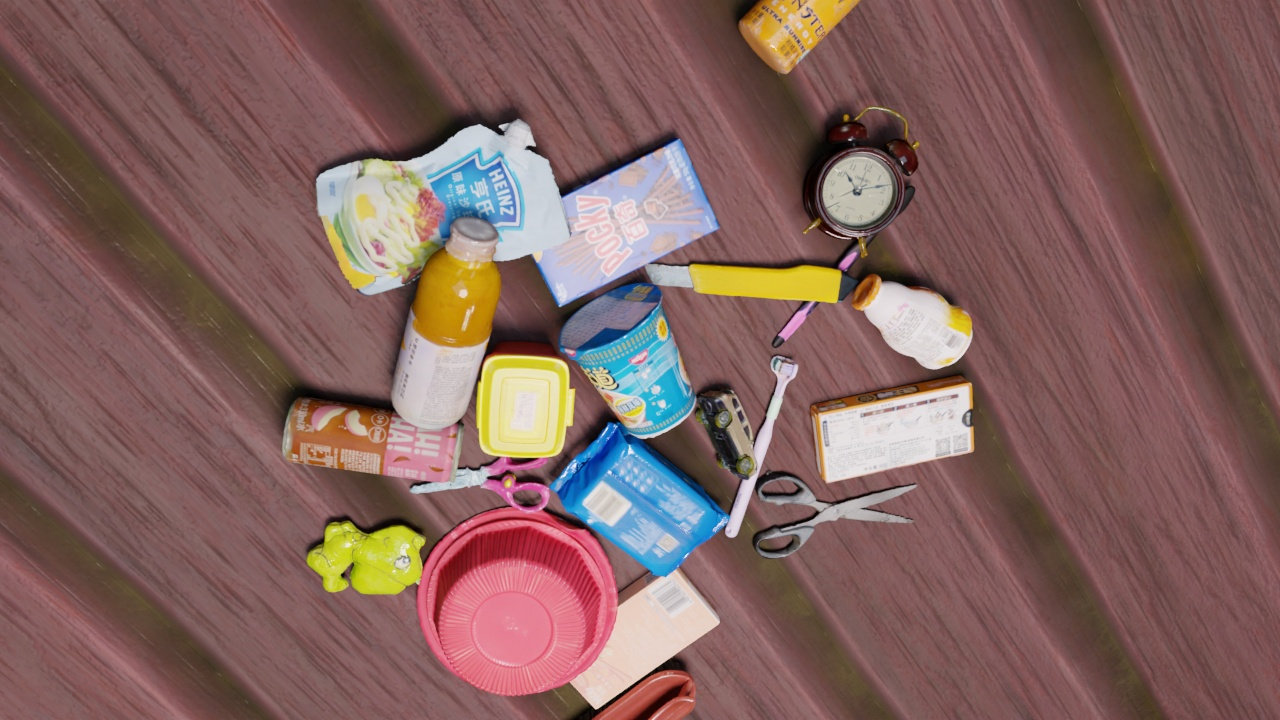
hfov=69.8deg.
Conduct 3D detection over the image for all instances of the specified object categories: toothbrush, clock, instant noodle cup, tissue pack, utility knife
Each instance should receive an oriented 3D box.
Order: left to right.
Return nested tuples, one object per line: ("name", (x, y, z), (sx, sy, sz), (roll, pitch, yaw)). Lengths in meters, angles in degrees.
("instant noodle cup", (-0.117, 0.237, 0.857), (0.194, 0.066, 0.194), (0, 99, -2))
("instant noodle cup", (-0.005, 0.005, 0.801), (0.099, 0.099, 0.110), (-28, 118, 2))
("tissue pack", (0.001, 0.131, 0.860), (0.157, 0.052, 0.095), (40, 101, -17))
("utility knife", (0.098, -0.073, 0.822), (0.193, 0.015, 0.033), (4, 107, -3))
("toothbrush", (0.112, 0.087, 0.878), (0.021, 0.029, 0.189), (-4, 115, -47))
("toothbrush", (0.182, -0.084, 0.836), (0.014, 0.017, 0.189), (36, 104, -16))
("clock", (0.187, -0.155, 0.782), (0.082, 0.055, 0.122), (22, 101, 0))

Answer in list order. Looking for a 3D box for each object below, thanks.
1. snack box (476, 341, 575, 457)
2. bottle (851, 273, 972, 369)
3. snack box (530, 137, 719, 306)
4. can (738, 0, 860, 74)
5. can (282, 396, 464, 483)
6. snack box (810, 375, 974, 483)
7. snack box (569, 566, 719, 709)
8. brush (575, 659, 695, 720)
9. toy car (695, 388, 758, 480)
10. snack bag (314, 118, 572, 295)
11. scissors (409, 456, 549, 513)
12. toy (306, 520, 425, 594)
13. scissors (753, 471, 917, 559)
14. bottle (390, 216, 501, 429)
("snack box", (-0.100, 0.030, 0.797), (0.082, 0.080, 0.091), (3, 107, -8))
("bottle", (0.245, -0.038, 0.831), (0.108, 0.063, 0.063), (27, 102, -16))
("snack box", (-0.020, -0.118, 0.787), (0.157, 0.026, 0.084), (-26, 108, 1))
("can", (0.148, -0.301, 0.733), (0.146, 0.058, 0.058), (-45, 108, 8))
("can", (-0.232, 0.070, 0.804), (0.147, 0.058, 0.058), (10, 107, -11))
("snack box", (0.244, 0.066, 0.885), (0.153, 0.026, 0.075), (-11, 110, -4))
("snack box", (-0.008, 0.274, 0.919), (0.157, 0.026, 0.084), (-36, 109, 5))
("brush", (-0.004, 0.366, 0.928), (0.146, 0.069, 0.063), (-39, 110, 6))
("toy car", (0.084, 0.070, 0.855), (0.035, 0.042, 0.090), (-29, 105, -21))
("snack bag", (-0.160, -0.124, 0.748), (0.191, 0.038, 0.110), (-14, 101, 6))
("scissors", (-0.150, 0.099, 0.850), (0.137, 0.017, 0.077), (8, 97, -4))
("toy", (-0.252, 0.186, 0.855), (0.100, 0.031, 0.097), (35, 100, -12))
("scissors", (0.187, 0.151, 0.915), (0.159, 0.014, 0.170), (41, 97, -20))
("bottle", (-0.156, -0.028, 0.751), (0.068, 0.067, 0.190), (15, 125, -13))
